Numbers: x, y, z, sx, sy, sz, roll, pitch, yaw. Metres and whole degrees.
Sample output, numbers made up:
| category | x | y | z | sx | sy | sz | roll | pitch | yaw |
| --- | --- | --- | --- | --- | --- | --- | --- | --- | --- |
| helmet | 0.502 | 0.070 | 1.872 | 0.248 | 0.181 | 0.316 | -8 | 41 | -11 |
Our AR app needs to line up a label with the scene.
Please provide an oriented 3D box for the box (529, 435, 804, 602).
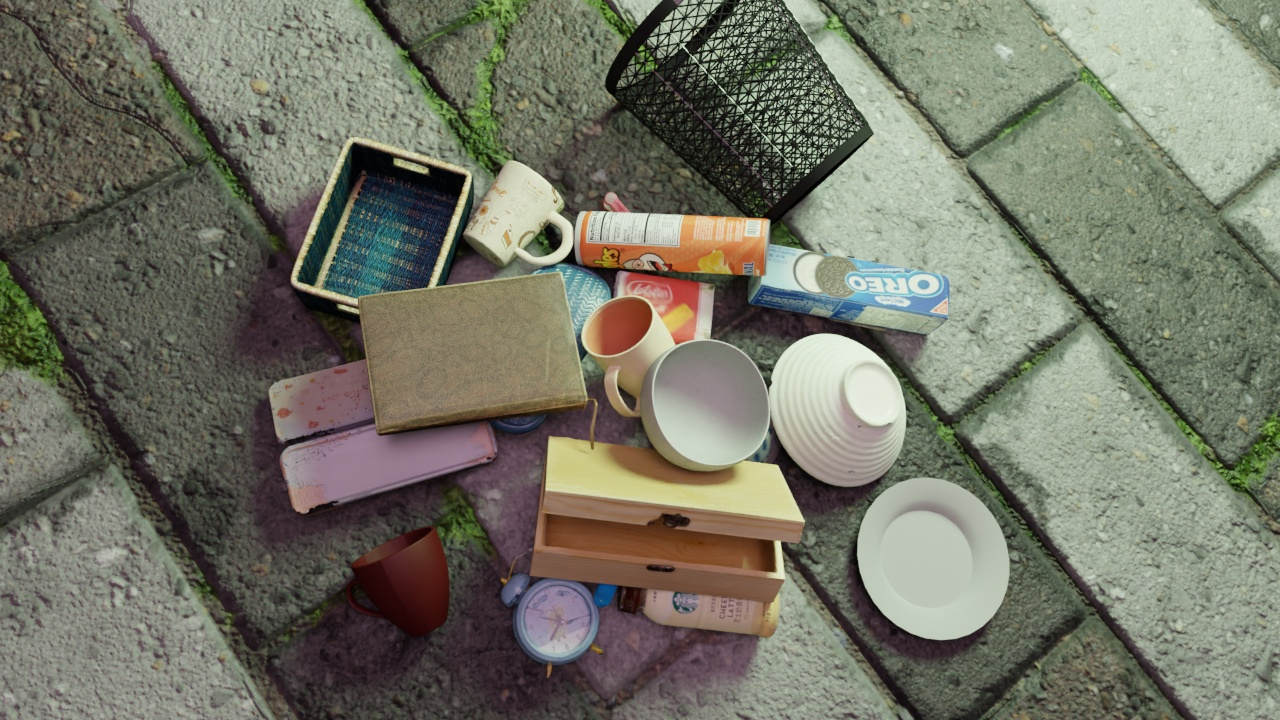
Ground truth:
| category | x | y | z | sx | sy | sz | roll | pitch | yaw |
| --- | --- | --- | --- | --- | --- | --- | --- | --- | --- |
| box | 0.024 | 0.141 | 0.917 | 0.249 | 0.123 | 0.140 | 9 | 45 | -6 |

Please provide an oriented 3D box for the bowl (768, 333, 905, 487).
| category | x | y | z | sx | sy | sz | roll | pitch | yaw |
| --- | --- | --- | --- | --- | --- | --- | --- | --- | --- |
| bowl | 0.234 | 0.044 | 0.999 | 0.177 | 0.071 | 0.177 | 7 | 70 | -21 |

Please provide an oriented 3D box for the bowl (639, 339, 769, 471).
| category | x | y | z | sx | sy | sz | roll | pitch | yaw |
| --- | --- | --- | --- | --- | --- | --- | --- | --- | --- |
| bowl | 0.059 | 0.049 | 0.930 | 0.131 | 0.064 | 0.131 | 6 | 72 | -20 |

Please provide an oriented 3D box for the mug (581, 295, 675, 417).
| category | x | y | z | sx | sy | sz | roll | pitch | yaw |
| --- | --- | --- | --- | --- | --- | --- | --- | --- | --- |
| mug | -0.006 | 0.006 | 0.971 | 0.085 | 0.104 | 0.111 | -3 | 55 | 30 |

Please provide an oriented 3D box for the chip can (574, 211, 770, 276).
| category | x | y | z | sx | sy | sz | roll | pitch | yaw |
| --- | --- | --- | --- | --- | --- | --- | --- | --- | --- |
| chip can | 0.036 | -0.131 | 1.020 | 0.210 | 0.062 | 0.062 | 4 | 72 | 10 |

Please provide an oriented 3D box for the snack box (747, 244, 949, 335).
| category | x | y | z | sx | sy | sz | roll | pitch | yaw |
| --- | --- | --- | --- | --- | --- | --- | --- | --- | --- |
| snack box | 0.241 | -0.081 | 1.067 | 0.226 | 0.060 | 0.059 | 10 | 69 | -4 |

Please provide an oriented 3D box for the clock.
| category | x | y | z | sx | sy | sz | roll | pitch | yaw |
| --- | --- | --- | --- | --- | --- | --- | --- | --- | --- |
| clock | -0.089 | 0.247 | 0.923 | 0.088 | 0.052 | 0.124 | -20 | 77 | -12 |

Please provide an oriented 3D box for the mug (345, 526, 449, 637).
| category | x | y | z | sx | sy | sz | roll | pitch | yaw |
| --- | --- | --- | --- | --- | --- | --- | --- | --- | --- |
| mug | -0.237 | 0.227 | 0.902 | 0.114 | 0.087 | 0.088 | -21 | 95 | 14 |

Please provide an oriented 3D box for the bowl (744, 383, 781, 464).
| category | x | y | z | sx | sy | sz | roll | pitch | yaw |
| --- | --- | --- | --- | --- | --- | --- | --- | --- | --- |
| bowl | 0.090 | 0.064 | 1.001 | 0.150 | 0.057 | 0.150 | 2 | 73 | -8 |

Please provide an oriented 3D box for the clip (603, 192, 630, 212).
| category | x | y | z | sx | sy | sz | roll | pitch | yaw |
| --- | --- | --- | --- | --- | --- | --- | --- | --- | --- |
| clip | -0.022 | -0.169 | 1.079 | 0.022 | 0.038 | 0.059 | -36 | 82 | -13 |

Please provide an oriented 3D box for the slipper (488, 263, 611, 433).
| category | x | y | z | sx | sy | sz | roll | pitch | yaw |
| --- | --- | --- | --- | --- | --- | --- | --- | --- | --- |
| slipper | -0.109 | -0.017 | 0.994 | 0.104 | 0.059 | 0.213 | 28 | 66 | -3 |

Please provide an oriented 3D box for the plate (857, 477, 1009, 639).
| category | x | y | z | sx | sy | sz | roll | pitch | yaw |
| --- | --- | --- | --- | --- | --- | --- | --- | --- | --- |
| plate | 0.318 | 0.216 | 1.007 | 0.172 | 0.019 | 0.172 | 2 | 73 | -7 |

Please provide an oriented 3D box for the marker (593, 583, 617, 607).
| category | x | y | z | sx | sy | sz | roll | pitch | yaw |
| --- | --- | --- | --- | --- | --- | --- | --- | --- | --- |
| marker | -0.022 | 0.201 | 0.941 | 0.018 | 0.015 | 0.122 | 34 | 44 | -7 |

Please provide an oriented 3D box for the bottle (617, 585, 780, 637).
| category | x | y | z | sx | sy | sz | roll | pitch | yaw |
| --- | --- | --- | --- | --- | --- | --- | --- | --- | --- |
| bottle | 0.059 | 0.246 | 0.941 | 0.162 | 0.057 | 0.056 | 9 | 72 | -5 |

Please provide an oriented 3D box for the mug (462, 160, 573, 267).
| category | x | y | z | sx | sy | sz | roll | pitch | yaw |
| --- | --- | --- | --- | --- | --- | --- | --- | --- | --- |
| mug | -0.130 | -0.149 | 1.024 | 0.122 | 0.081 | 0.097 | 33 | 78 | 11 |

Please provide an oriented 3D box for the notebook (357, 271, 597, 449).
| category | x | y | z | sx | sy | sz | roll | pitch | yaw |
| --- | --- | --- | --- | --- | --- | --- | --- | --- | --- |
| notebook | -0.161 | 0.010 | 0.922 | 0.215 | 0.035 | 0.190 | -8 | 75 | -15 |

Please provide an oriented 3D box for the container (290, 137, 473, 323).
| category | x | y | z | sx | sy | sz | roll | pitch | yaw |
| --- | --- | --- | --- | --- | --- | --- | --- | --- | --- |
| container | -0.276 | -0.132 | 1.001 | 0.145 | 0.071 | 0.187 | 16 | 72 | -3 |

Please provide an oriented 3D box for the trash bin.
| category | x | y | z | sx | sy | sz | roll | pitch | yaw |
| --- | --- | --- | --- | --- | --- | --- | --- | --- | --- |
| trash bin | 0.121 | -0.292 | 1.044 | 0.216 | 0.217 | 0.243 | -41 | 89 | -17 |

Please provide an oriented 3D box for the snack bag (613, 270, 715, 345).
| category | x | y | z | sx | sy | sz | roll | pitch | yaw |
| --- | --- | --- | --- | --- | --- | --- | --- | --- | --- |
| snack bag | 0.025 | -0.056 | 1.039 | 0.116 | 0.036 | 0.077 | 8 | 73 | -6 |

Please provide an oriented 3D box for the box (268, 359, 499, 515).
| category | x | y | z | sx | sy | sz | roll | pitch | yaw |
| --- | --- | --- | --- | --- | --- | --- | --- | --- | --- |
| box | -0.269 | 0.064 | 0.966 | 0.216 | 0.058 | 0.153 | -15 | 77 | -12 |
